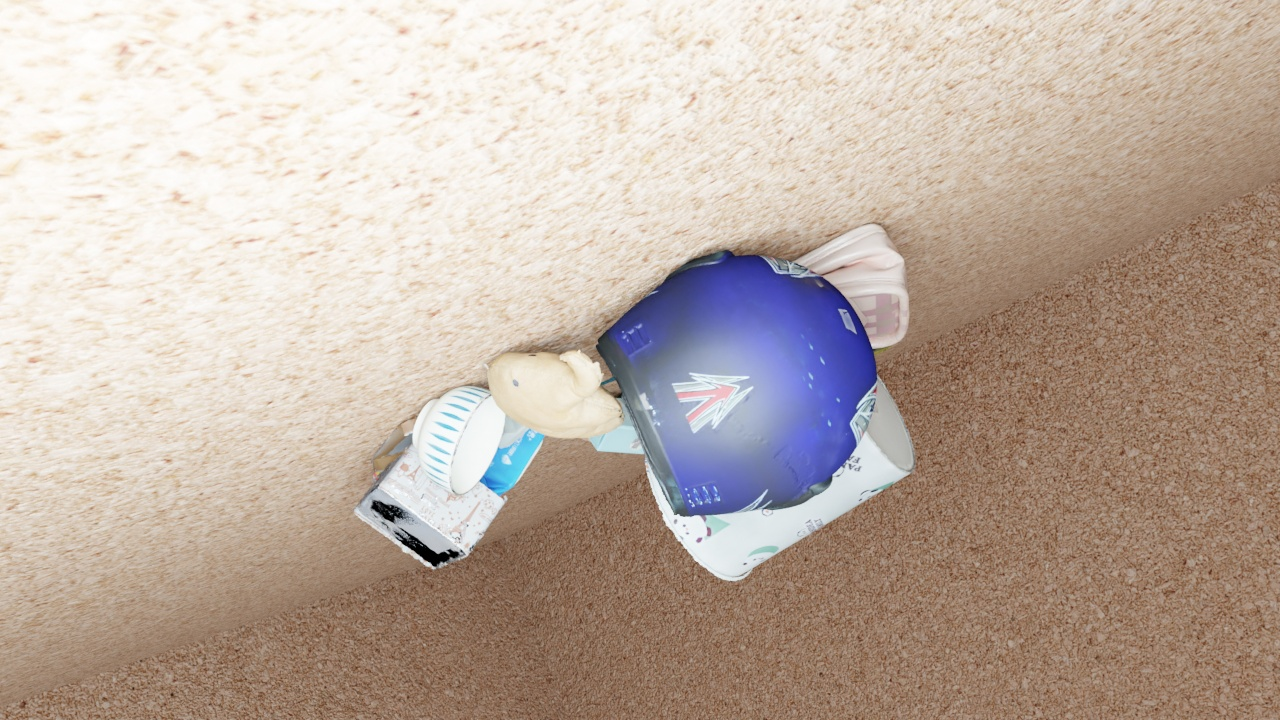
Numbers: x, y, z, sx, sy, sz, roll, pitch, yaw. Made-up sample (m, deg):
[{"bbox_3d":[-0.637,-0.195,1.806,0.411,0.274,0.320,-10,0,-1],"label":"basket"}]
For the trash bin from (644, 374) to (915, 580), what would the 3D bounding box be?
[{"bbox_3d":[0.171,0.109,1.100,0.252,0.229,0.229,-32,167,26],"label":"trash bin"}]

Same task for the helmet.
[{"bbox_3d":[0.101,0.021,0.900,0.240,0.247,0.315,-23,177,-2],"label":"helmet"}]

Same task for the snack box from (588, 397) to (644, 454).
[{"bbox_3d":[-0.005,0.100,1.379,0.174,0.074,0.052,9,120,-38],"label":"snack box"}]

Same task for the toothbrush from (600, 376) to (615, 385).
[{"bbox_3d":[-0.007,0.007,1.236,0.191,0.018,0.016,-23,173,-12],"label":"toothbrush"}]

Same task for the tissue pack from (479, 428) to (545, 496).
[{"bbox_3d":[-0.178,0.131,1.234,0.156,0.052,0.095,-58,-170,-27],"label":"tissue pack"}]

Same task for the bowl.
[{"bbox_3d":[-0.199,0.078,0.976,0.066,0.116,0.116,20,179,13],"label":"bowl"}]

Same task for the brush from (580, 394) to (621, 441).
[{"bbox_3d":[-0.032,0.092,1.477,0.145,0.063,0.073,-21,159,-7],"label":"brush"}]

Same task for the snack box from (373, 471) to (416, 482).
[{"bbox_3d":[-0.285,0.166,1.274,0.152,0.075,0.026,-18,168,-26],"label":"snack box"}]

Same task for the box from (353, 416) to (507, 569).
[{"bbox_3d":[-0.237,0.128,1.111,0.184,0.154,0.183,-55,-169,-30],"label":"box"}]

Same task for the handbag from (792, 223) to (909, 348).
[{"bbox_3d":[0.199,-0.058,1.093,0.234,0.093,0.193,-18,158,8],"label":"handbag"}]

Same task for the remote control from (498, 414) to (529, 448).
[{"bbox_3d":[-0.161,0.072,1.134,0.024,0.049,0.125,-14,166,-30],"label":"remote control"}]

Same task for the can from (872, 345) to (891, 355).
[{"bbox_3d":[0.302,-0.054,1.321,0.075,0.111,0.075,-23,172,-4],"label":"can"}]

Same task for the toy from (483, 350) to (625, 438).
[{"bbox_3d":[-0.086,0.029,0.905,0.143,0.082,0.226,9,170,2],"label":"toy"}]
